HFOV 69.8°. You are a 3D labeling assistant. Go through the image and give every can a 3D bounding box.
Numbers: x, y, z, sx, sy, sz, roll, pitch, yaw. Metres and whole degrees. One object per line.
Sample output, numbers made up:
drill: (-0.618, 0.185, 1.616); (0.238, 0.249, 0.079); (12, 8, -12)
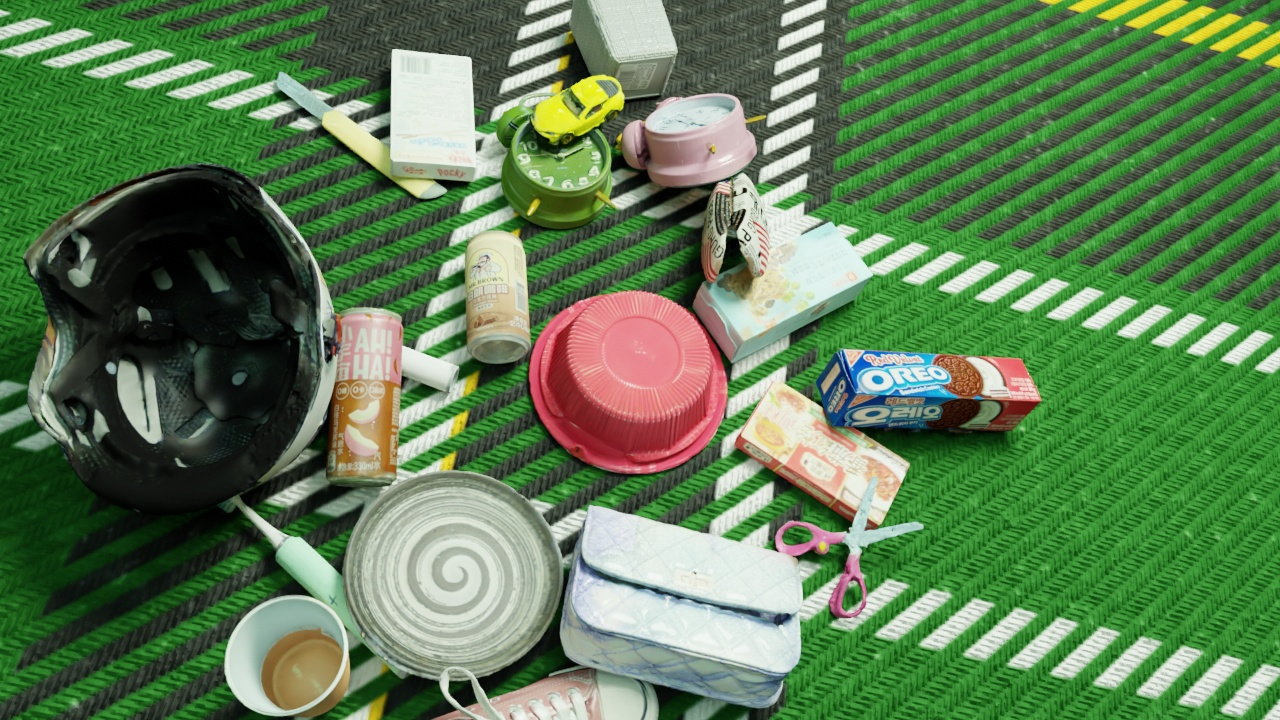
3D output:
can: (-0.234, 0.032, 0.783); (0.058, 0.058, 0.147); (1, 77, -11)
can: (-0.135, -0.059, 0.864); (0.058, 0.059, 0.116); (-1, 64, -12)

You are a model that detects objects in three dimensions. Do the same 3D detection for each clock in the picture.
clock: (-0.088, -0.213, 0.952); (0.116, 0.056, 0.161); (-8, 65, -16)
clock: (0.045, -0.236, 0.967); (0.159, 0.060, 0.117); (14, 45, 40)

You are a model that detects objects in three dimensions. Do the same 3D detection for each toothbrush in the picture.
toothbrush: (-0.264, 0.173, 0.742); (0.224, 0.026, 0.027); (39, 93, 9)
toothbrush: (-0.273, -0.020, 0.836); (0.221, 0.027, 0.026); (21, 84, -1)

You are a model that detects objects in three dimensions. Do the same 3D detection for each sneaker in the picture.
sneaker: (-0.096, 0.284, 0.684); (0.240, 0.088, 0.118); (-10, 66, -16)

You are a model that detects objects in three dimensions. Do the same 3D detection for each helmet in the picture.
helmet: (-0.346, -0.011, 0.743); (0.230, 0.157, 0.274); (-20, 80, -1)

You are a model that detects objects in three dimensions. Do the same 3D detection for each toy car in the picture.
toy car: (-0.063, -0.257, 0.927); (0.105, 0.032, 0.048); (-34, 75, -23)

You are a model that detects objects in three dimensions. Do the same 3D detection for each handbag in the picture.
handbag: (0.037, 0.195, 0.750); (0.194, 0.076, 0.134); (15, 35, -6)

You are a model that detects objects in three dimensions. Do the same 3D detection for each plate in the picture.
plate: (-0.153, 0.175, 0.755); (0.179, 0.024, 0.179); (11, 53, -14)

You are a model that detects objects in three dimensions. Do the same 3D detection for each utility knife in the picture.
utility knife: (-0.291, -0.231, 0.941); (0.220, 0.022, 0.030); (39, 62, 2)

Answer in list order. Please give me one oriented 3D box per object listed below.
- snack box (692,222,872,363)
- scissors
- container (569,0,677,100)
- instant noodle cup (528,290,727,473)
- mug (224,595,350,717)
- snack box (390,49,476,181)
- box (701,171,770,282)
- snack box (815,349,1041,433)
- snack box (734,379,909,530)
snack box: (0.144, -0.071, 0.929); (0.174, 0.052, 0.074); (-27, 71, -21)
scissors: (0.191, 0.170, 0.824); (0.133, 0.017, 0.130); (-12, 75, 0)
container: (-0.017, -0.358, 1.021); (0.090, 0.090, 0.114); (-13, 70, -17)
instant noodle cup: (-0.005, 0.005, 0.855); (0.193, 0.066, 0.193); (5, 62, -9)
mug: (-0.247, 0.222, 0.666); (0.078, 0.123, 0.078); (4, 64, -9)
snack box: (-0.217, -0.257, 0.957); (0.084, 0.027, 0.156); (1, 61, -16)
box: (0.082, -0.135, 0.913); (0.083, 0.075, 0.163); (-15, 33, 18)
snack box: (0.278, 0.030, 0.889); (0.207, 0.058, 0.057); (3, 52, -16)
snack box: (0.172, 0.089, 0.870); (0.153, 0.026, 0.075); (33, 62, 6)
